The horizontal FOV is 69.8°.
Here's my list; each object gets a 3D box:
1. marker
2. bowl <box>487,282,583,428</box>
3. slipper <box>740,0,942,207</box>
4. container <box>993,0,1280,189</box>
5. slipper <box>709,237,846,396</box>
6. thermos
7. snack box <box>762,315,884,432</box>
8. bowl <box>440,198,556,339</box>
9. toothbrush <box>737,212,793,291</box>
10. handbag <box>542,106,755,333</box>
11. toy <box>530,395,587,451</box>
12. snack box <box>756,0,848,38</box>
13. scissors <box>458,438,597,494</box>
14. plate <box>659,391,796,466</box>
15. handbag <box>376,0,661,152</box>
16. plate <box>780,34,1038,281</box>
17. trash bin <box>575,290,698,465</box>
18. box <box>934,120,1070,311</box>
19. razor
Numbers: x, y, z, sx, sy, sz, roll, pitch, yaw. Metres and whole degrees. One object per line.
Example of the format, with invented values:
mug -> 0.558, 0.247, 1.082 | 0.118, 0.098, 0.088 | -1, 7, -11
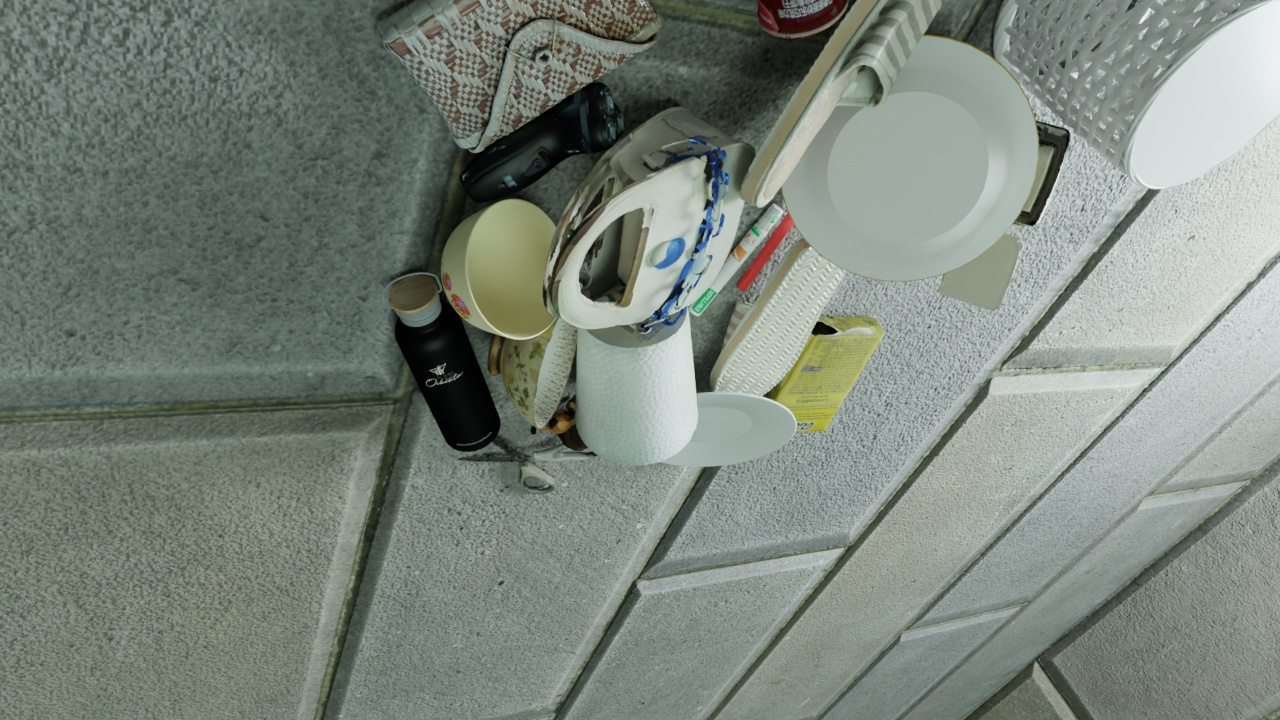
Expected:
marker -> 0.098, -0.103, 0.954 | 0.017, 0.017, 0.146 | 12, 128, -40
bowl -> -0.104, -0.012, 0.877 | 0.063, 0.144, 0.145 | 15, 138, 7
slipper -> 0.176, -0.236, 0.752 | 0.273, 0.054, 0.114 | -52, 164, 6
container -> 0.451, -0.282, 0.815 | 0.189, 0.186, 0.190 | -17, 142, -14
slipper -> 0.151, -0.048, 1.023 | 0.114, 0.052, 0.264 | -6, 142, -29
thermos -> -0.187, -0.001, 0.866 | 0.061, 0.061, 0.232 | -21, 142, -9
snack box -> 0.215, 0.016, 1.144 | 0.121, 0.045, 0.181 | -2, 134, -29
bowl -> -0.129, -0.077, 0.794 | 0.074, 0.117, 0.118 | 1, 162, 39
toothbrush -> 0.153, -0.152, 0.936 | 0.012, 0.018, 0.213 | 3, 137, -33
handbag -> 0.006, -0.104, 0.778 | 0.199, 0.093, 0.201 | -34, 152, -33
toy -> -0.080, 0.070, 1.018 | 0.076, 0.062, 0.100 | -9, 172, 44
snack box -> 0.111, -0.310, 0.676 | 0.072, 0.072, 0.121 | -28, 142, 1
scissors -> -0.125, 0.118, 1.075 | 0.157, 0.012, 0.171 | -15, 146, -2
plate -> 0.084, 0.082, 1.117 | 0.208, 0.015, 0.209 | -1, 151, -1
handbag -> -0.080, -0.238, 0.665 | 0.186, 0.047, 0.124 | -31, 142, 4
plate -> 0.243, -0.176, 0.839 | 0.230, 0.021, 0.230 | 5, 118, 9
trash bin -> -0.006, 0.005, 0.928 | 0.133, 0.133, 0.162 | -17, 139, -13
box -> 0.328, -0.154, 0.915 | 0.098, 0.143, 0.184 | -13, 123, -61
razor -> -0.078, -0.167, 0.734 | 0.140, 0.063, 0.053 | -33, 141, 3
